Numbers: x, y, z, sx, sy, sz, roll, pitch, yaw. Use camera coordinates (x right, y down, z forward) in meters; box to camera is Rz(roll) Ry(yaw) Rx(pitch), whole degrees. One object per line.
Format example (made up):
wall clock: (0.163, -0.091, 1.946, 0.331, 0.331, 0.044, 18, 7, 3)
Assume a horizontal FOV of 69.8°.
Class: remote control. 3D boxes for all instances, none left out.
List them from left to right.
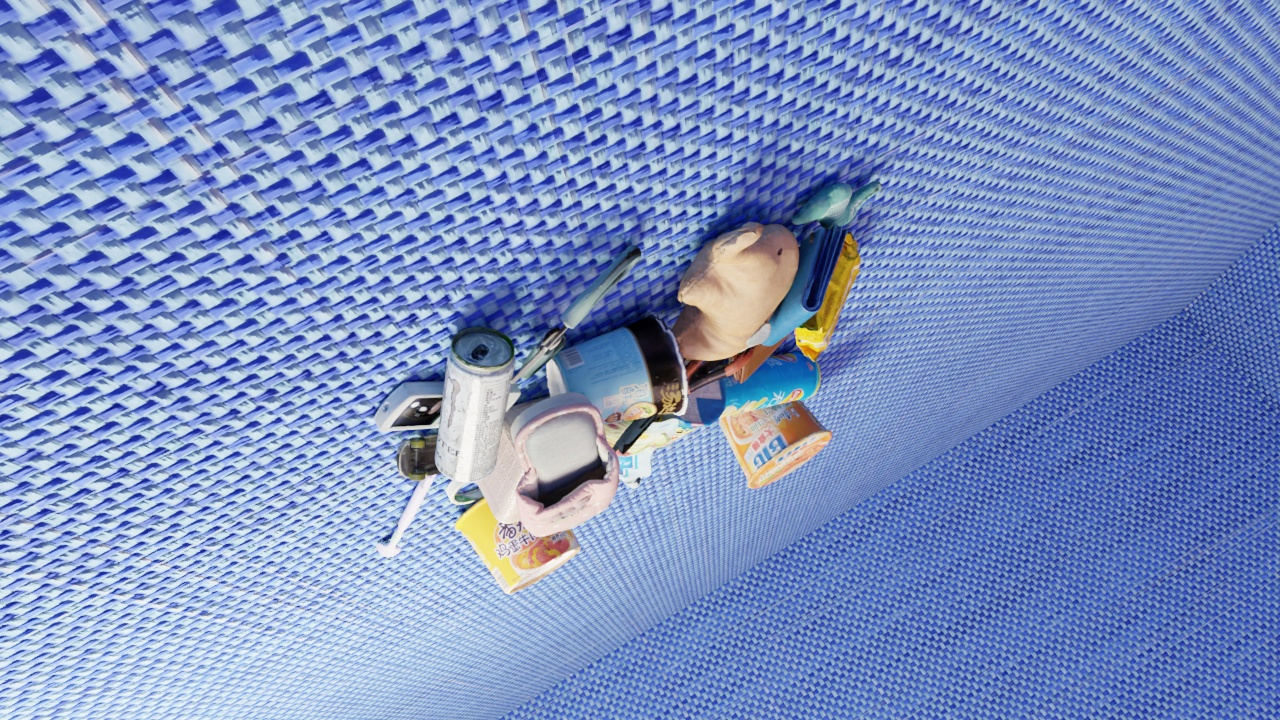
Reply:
remote control: (-0.181, 0.043, 0.879, 0.058, 0.021, 0.149, -44, 156, 28)

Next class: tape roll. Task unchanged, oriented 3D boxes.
tape roll: (-0.188, 0.143, 1.090, 0.085, 0.014, 0.086, -27, 158, -12)

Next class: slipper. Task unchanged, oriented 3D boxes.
slipper: (-0.071, 0.119, 0.914, 0.114, 0.054, 0.275, -20, 150, -12)

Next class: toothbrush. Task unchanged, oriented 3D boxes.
toothbrush: (-0.265, 0.173, 1.050, 0.029, 0.021, 0.190, 18, 134, -20)

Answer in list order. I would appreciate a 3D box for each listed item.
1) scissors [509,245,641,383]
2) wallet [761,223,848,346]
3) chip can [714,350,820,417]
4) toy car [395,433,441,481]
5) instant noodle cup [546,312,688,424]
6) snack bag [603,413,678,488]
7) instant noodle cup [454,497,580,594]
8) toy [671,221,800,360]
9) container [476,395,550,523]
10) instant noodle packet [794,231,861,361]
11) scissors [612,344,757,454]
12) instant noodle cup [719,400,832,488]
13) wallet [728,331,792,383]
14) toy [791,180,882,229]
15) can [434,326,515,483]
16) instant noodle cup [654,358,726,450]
scissors: (-0.067, -0.030, 0.824, 0.170, 0.019, 0.180, -49, -177, -24)
wallet: (0.170, -0.078, 0.975, 0.133, 0.040, 0.106, 133, -20, -71)
chip can: (0.153, 0.031, 1.228, 0.209, 0.071, 0.071, -9, 149, -44)
toy car: (-0.207, 0.093, 0.923, 0.035, 0.042, 0.090, 9, -169, 41)
instant noodle cup: (-0.028, 0.019, 0.929, 0.120, 0.111, 0.111, -16, 154, -17)
snack bag: (-0.028, 0.096, 1.092, 0.110, 0.038, 0.191, 16, 146, -7)
instant noodle cup: (-0.148, 0.220, 1.160, 0.138, 0.109, 0.138, -31, 166, -9)
toy: (0.097, -0.083, 0.899, 0.143, 0.082, 0.226, -36, 159, -23)
container: (-0.121, 0.105, 1.003, 0.089, 0.090, 0.111, -15, 150, -35)
instant noodle packet: (0.213, -0.072, 1.056, 0.128, 0.044, 0.111, -65, 159, -10)
scissors: (0.052, 0.030, 1.002, 0.193, 0.206, 0.015, -15, 124, 16)
instant noodle cup: (0.199, 0.108, 1.396, 0.151, 0.111, 0.151, -27, 158, -12)
wallet: (0.157, -0.035, 1.119, 0.124, 0.032, 0.101, -43, 160, -15)
toy: (0.203, -0.160, 0.942, 0.096, 0.030, 0.092, -34, 162, 13)
can: (-0.150, 0.042, 0.826, 0.058, 0.058, 0.147, -16, 139, -34)
instant noodle cup: (0.033, 0.056, 1.104, 0.099, 0.099, 0.110, -14, 161, -37)
